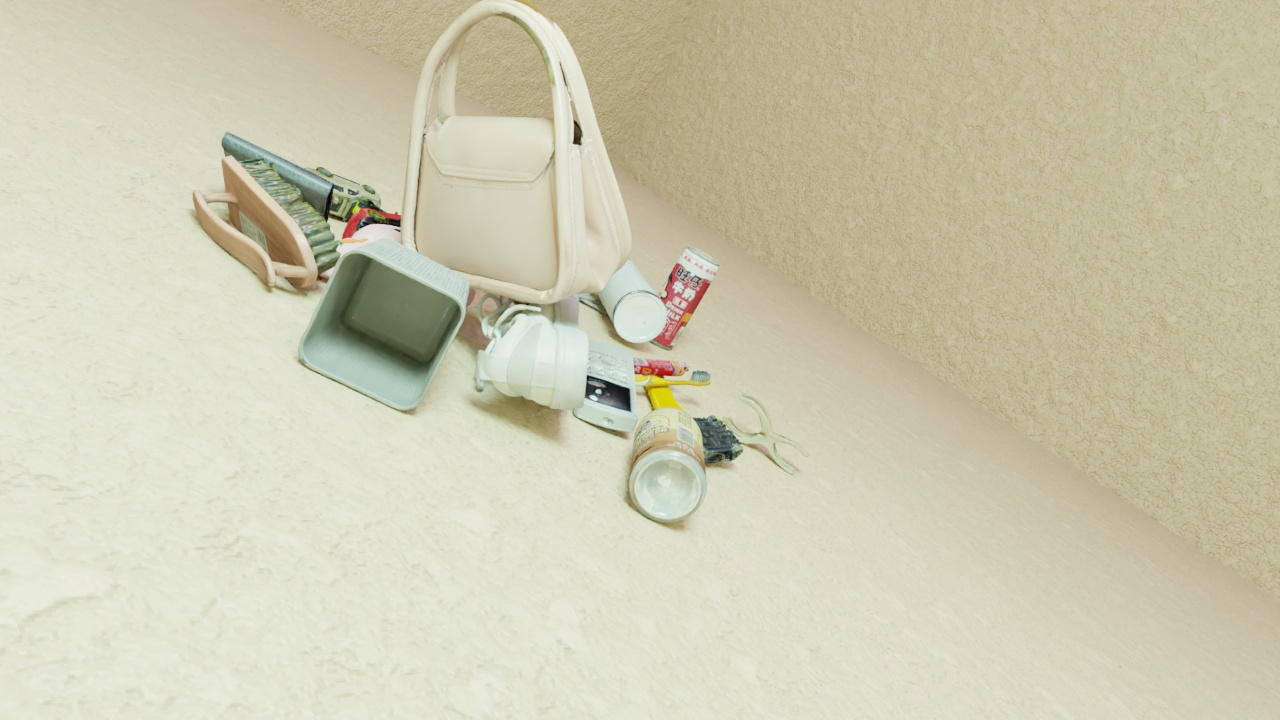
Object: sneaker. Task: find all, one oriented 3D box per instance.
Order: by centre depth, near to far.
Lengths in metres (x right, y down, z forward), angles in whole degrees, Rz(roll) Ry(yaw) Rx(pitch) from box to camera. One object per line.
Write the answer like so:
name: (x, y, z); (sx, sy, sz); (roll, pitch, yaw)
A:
sneaker: (-0.097, -0.012, 0.785); (0.090, 0.089, 0.242); (5, 11, -7)

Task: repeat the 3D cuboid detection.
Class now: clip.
clip: (0.125, 0.088, 1.005); (0.104, 0.084, 0.034); (57, 16, 4)

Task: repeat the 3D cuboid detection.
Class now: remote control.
remote control: (-0.033, 0.020, 0.866); (0.058, 0.021, 0.149); (17, 22, -11)

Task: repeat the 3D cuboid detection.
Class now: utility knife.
utility knife: (0.025, 0.043, 0.955); (0.033, 0.015, 0.153); (16, 17, -13)

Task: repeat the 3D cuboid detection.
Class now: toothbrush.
toothbrush: (0.008, 0.018, 0.954); (0.191, 0.018, 0.016); (3, 20, -43)

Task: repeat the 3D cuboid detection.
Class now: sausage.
sausage: (-0.006, 0.006, 0.980); (0.155, 0.020, 0.020); (5, 27, -38)

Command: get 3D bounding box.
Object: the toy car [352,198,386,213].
toy car: (-0.266, -0.138, 0.983); (0.048, 0.032, 0.105); (36, 3, 24)

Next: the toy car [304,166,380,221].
toy car: (-0.318, -0.171, 0.970); (0.090, 0.042, 0.035); (17, 29, -40)

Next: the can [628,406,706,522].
can: (0.022, 0.080, 0.730); (0.058, 0.058, 0.116); (28, 14, -6)

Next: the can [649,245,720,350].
can: (0.051, -0.083, 1.216); (0.053, 0.133, 0.053); (28, 14, -8)

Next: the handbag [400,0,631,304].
handbag: (-0.109, -0.171, 0.747); (0.194, 0.234, 0.093); (11, 24, 32)

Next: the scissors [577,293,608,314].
scissors: (-0.096, -0.091, 1.202); (0.175, 0.012, 0.162); (33, 13, 10)

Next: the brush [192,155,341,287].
brush: (-0.303, -0.106, 0.743); (0.072, 0.063, 0.145); (-24, 51, -36)

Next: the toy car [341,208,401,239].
toy car: (-0.256, -0.126, 0.920); (0.031, 0.049, 0.106); (36, 16, 17)

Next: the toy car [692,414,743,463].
toy car: (0.056, 0.077, 0.862); (0.105, 0.031, 0.049); (6, 36, -52)

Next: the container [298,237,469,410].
container: (-0.179, -0.033, 0.669); (0.090, 0.090, 0.114); (27, 11, -12)

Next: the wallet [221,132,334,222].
wallet: (-0.332, -0.160, 0.841); (0.097, 0.019, 0.121); (27, -18, -15)

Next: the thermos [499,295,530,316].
thermos: (-0.117, -0.112, 0.903); (0.087, 0.199, 0.067); (9, 43, 24)

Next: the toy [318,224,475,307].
toy: (-0.221, -0.081, 0.831); (0.121, 0.054, 0.159); (37, 22, 15)

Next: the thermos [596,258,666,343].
thermos: (-0.022, -0.090, 1.205); (0.073, 0.073, 0.224); (25, 14, -20)
